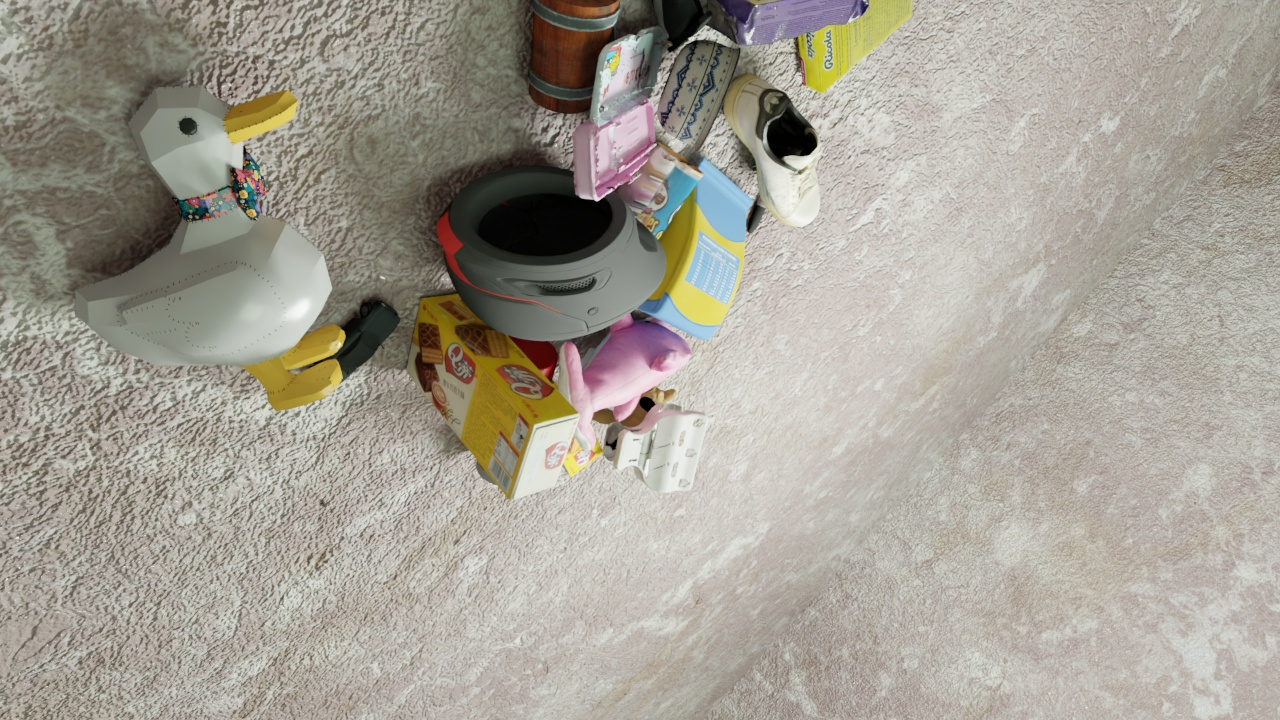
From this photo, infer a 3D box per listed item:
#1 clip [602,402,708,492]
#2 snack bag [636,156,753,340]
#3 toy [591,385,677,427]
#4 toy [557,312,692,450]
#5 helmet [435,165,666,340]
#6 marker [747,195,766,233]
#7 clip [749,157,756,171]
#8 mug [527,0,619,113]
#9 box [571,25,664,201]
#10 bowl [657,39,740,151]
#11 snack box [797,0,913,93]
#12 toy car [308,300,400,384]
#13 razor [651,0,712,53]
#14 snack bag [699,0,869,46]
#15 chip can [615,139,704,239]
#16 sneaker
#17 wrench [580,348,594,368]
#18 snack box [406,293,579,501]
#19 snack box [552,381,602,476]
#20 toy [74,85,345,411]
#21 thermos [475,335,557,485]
[{"bbox_3d":[0.014,0.122,1.321,0.151,0.091,0.126,7,101,-19],"label":"clip"},{"bbox_3d":[0.070,-0.147,1.210,0.159,0.102,0.205,22,96,-57],"label":"snack bag"},{"bbox_3d":[0.000,0.075,1.385,0.108,0.134,0.106,-53,-176,-41],"label":"toy"},{"bbox_3d":[-0.007,0.007,1.219,0.264,0.128,0.187,-38,126,-49],"label":"toy"},{"bbox_3d":[-0.094,-0.104,0.992,0.264,0.164,0.170,-14,149,-25],"label":"helmet"},{"bbox_3d":[0.182,-0.242,1.302,0.139,0.016,0.022,-67,174,30],"label":"marker"},{"bbox_3d":[0.182,-0.280,1.247,0.074,0.035,0.023,-46,148,-11],"label":"clip"},{"bbox_3d":[-0.058,-0.311,0.888,0.117,0.081,0.111,-43,158,-41],"label":"mug"},{"bbox_3d":[-0.021,-0.257,0.940,0.200,0.045,0.155,-55,152,-60],"label":"box"},{"bbox_3d":[0.057,-0.290,0.983,0.115,0.059,0.115,-161,-88,-83],"label":"bowl"},{"bbox_3d":[0.271,-0.438,1.151,0.180,0.045,0.121,-41,147,-12],"label":"snack box"},{"bbox_3d":[-0.303,-0.015,0.973,0.112,0.034,0.046,-45,149,-1],"label":"toy car"},{"bbox_3d":[0.031,-0.390,0.918,0.057,0.060,0.156,-46,131,-24],"label":"razor"},{"bbox_3d":[0.155,-0.396,1.012,0.204,0.096,0.059,-22,141,-32],"label":"snack bag"},{"bbox_3d":[-0.019,-0.153,1.111,0.079,0.080,0.230,13,116,-55],"label":"chip can"},{"bbox_3d":[0.195,-0.259,1.169,0.088,0.102,0.241,-50,135,-10],"label":"sneaker"},{"bbox_3d":[-0.110,0.070,1.177,0.272,0.018,0.066,-61,167,-47],"label":"wrench"},{"bbox_3d":[-0.167,0.033,1.000,0.061,0.230,0.110,-13,136,-41],"label":"snack box"},{"bbox_3d":[-0.108,0.097,1.284,0.061,0.083,0.106,-37,148,-12],"label":"snack box"},{"bbox_3d":[-0.347,-0.084,0.757,0.246,0.140,0.268,-26,122,0],"label":"toy"},{"bbox_3d":[-0.165,0.073,1.177,0.107,0.084,0.199,-63,172,-55],"label":"thermos"}]
